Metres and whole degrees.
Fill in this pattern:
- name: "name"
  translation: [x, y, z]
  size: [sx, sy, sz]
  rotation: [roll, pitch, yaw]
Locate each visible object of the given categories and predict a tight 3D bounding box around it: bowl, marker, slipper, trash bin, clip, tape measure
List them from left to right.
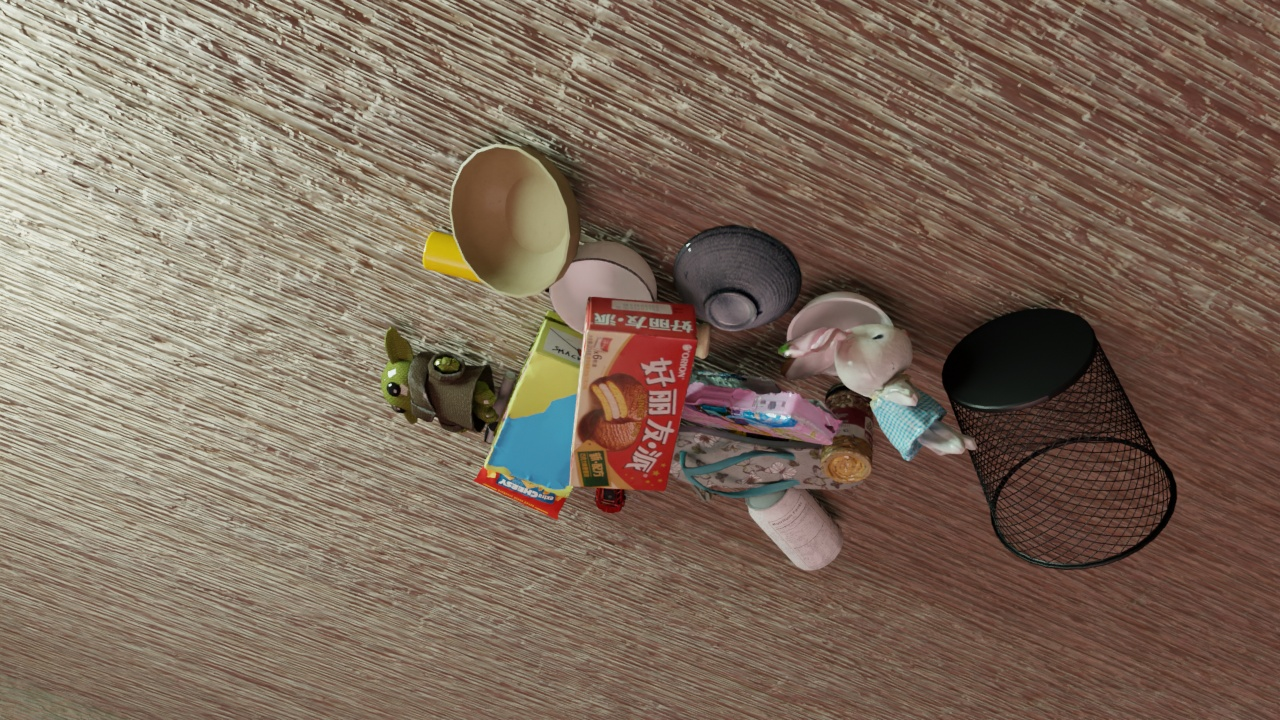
- name: "marker"
  translation: [-0.184, 0.063, 1.197]
  size: [0.016, 0.016, 0.141]
  rotation: [20, 136, -5]
- name: "bowl"
  translation: [-0.118, -0.143, 0.924]
  size: [0.152, 0.050, 0.152]
  rotation: [12, 114, 30]
- name: "bowl"
  translation: [-0.035, -0.082, 0.976]
  size: [0.113, 0.063, 0.114]
  rotation: [8, 136, 8]
- name: "clip"
  translation: [0.079, 0.159, 1.215]
  size: [0.059, 0.023, 0.076]
  rotation: [-7, 130, 24]
- name: "bowl"
  translation: [0.097, -0.068, 0.957]
  size: [0.137, 0.057, 0.137]
  rotation: [8, 136, 8]
- name: "slipper"
  translation: [0.132, 0.135, 1.099]
  size: [0.269, 0.054, 0.098]
  rotation: [4, 135, 12]
- name: "tape measure"
  translation: [0.141, 0.096, 1.123]
  size: [0.065, 0.037, 0.064]
  rotation: [25, 135, -6]
- name: "bowl"
  translation: [0.211, -0.037, 0.967]
  size: [0.110, 0.040, 0.110]
  rotation: [6, 135, 6]
- name: "trash bin"
  translation: [0.413, 0.072, 0.931]
  size: [0.184, 0.183, 0.210]
  rotation: [-18, 121, 30]

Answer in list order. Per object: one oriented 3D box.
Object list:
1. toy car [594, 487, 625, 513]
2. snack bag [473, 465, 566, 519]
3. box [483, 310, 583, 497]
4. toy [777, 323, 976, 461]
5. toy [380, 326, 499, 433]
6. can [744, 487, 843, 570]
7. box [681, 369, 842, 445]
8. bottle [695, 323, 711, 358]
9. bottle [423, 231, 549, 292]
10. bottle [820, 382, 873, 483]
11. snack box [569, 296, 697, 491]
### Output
- name: "toy car"
  translation: [-0.042, 0.179, 1.262]
  size: [0.042, 0.036, 0.091]
  rotation: [9, 141, 6]
- name: "snack bag"
  translation: [-0.142, 0.146, 1.250]
  size: [0.130, 0.039, 0.144]
  rotation: [27, 126, -11]
- name: "box"
  translation: [-0.101, 0.060, 1.113]
  size: [0.124, 0.080, 0.222]
  rotation: [21, 131, -7]
- name: "toy"
  translation: [0.244, 0.020, 0.902]
  size: [0.205, 0.105, 0.131]
  rotation: [36, 178, 18]
- name: "toy"
  translation: [-0.250, 0.039, 1.146]
  size: [0.153, 0.078, 0.180]
  rotation: [11, 139, 8]
- name: "can"
  translation: [0.199, 0.205, 1.186]
  size: [0.078, 0.078, 0.136]
  rotation: [-21, 125, 32]
- name: "box"
  translation: [0.114, 0.047, 1.014]
  size: [0.084, 0.053, 0.231]
  rotation: [28, 167, -34]
- name: "bottle"
  translation: [0.024, -0.028, 1.028]
  size: [0.109, 0.044, 0.044]
  rotation: [8, 136, 6]
- name: "bottle"
  translation: [-0.162, -0.104, 1.004]
  size: [0.143, 0.043, 0.043]
  rotation: [14, 136, 2]
- name: "bottle"
  translation: [0.233, 0.081, 1.032]
  size: [0.056, 0.105, 0.056]
  rotation: [8, 136, 8]
- name: "snack box"
  translation: [-0.012, 0.043, 0.993]
  size: [0.113, 0.060, 0.237]
  rotation: [5, 132, -6]
